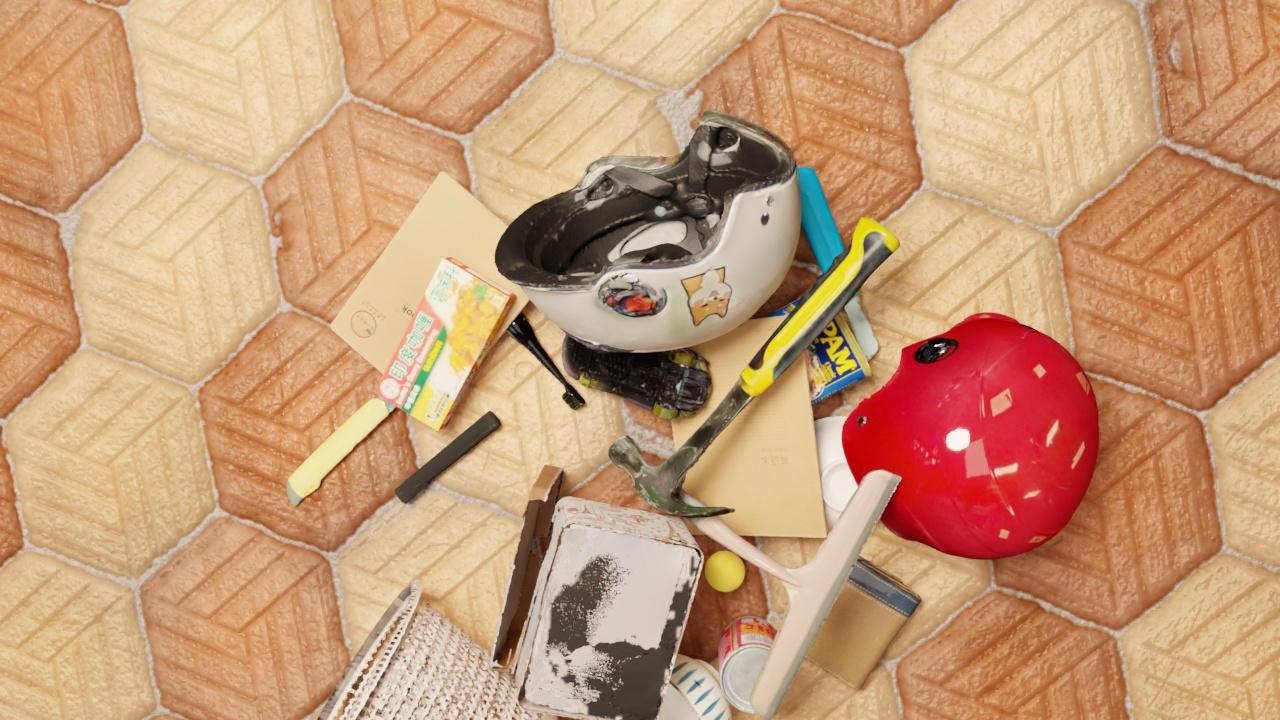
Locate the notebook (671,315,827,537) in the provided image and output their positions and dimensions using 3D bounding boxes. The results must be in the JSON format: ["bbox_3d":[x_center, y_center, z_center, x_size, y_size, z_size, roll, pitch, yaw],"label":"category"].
[{"bbox_3d":[0.097,0.066,0.884,0.150,0.012,0.211,-5,95,32],"label":"notebook"}]

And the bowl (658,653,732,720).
[{"bbox_3d":[0.046,0.337,0.900,0.066,0.117,0.116,-25,91,-39],"label":"bowl"}]

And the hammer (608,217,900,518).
[{"bbox_3d":[0.112,0.011,0.820,0.323,0.032,0.126,-49,62,9],"label":"hammer"}]

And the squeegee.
[{"bbox_3d":[0.072,0.155,0.849,0.250,0.040,0.248,32,102,37],"label":"squeegee"}]

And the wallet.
[{"bbox_3d":[0.211,0.257,0.911,0.090,0.033,0.115,31,96,5],"label":"wallet"}]

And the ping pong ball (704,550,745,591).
[{"bbox_3d":[0.084,0.210,0.913,0.040,0.040,0.040,0,93,5],"label":"ping pong ball"}]

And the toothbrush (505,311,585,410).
[{"bbox_3d":[-0.127,-0.036,0.927,0.027,0.026,0.212,-39,90,33],"label":"toothbrush"}]

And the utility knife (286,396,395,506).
[{"bbox_3d":[-0.296,0.076,0.946,0.207,0.021,0.031,-42,89,14],"label":"utility knife"}]

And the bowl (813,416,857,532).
[{"bbox_3d":[0.196,0.116,0.888,0.118,0.064,0.118,0,93,4],"label":"bowl"}]

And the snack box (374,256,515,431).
[{"bbox_3d":[-0.193,-0.016,0.905,0.077,0.027,0.156,31,102,4],"label":"snack box"}]

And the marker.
[{"bbox_3d":[-0.198,0.099,0.940,0.132,0.022,0.020,-39,126,6],"label":"marker"}]

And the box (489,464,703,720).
[{"bbox_3d":[-0.053,0.213,0.866,0.157,0.193,0.183,15,97,-10],"label":"box"}]

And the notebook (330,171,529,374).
[{"bbox_3d":[-0.202,-0.062,0.920,0.148,0.008,0.208,41,106,2],"label":"notebook"}]

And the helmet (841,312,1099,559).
[{"bbox_3d":[0.320,0.072,0.811,0.240,0.144,0.207,-45,111,-8],"label":"helmet"}]

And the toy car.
[{"bbox_3d":[-0.005,0.005,0.902,0.158,0.042,0.070,21,107,19],"label":"toy car"}]

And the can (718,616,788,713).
[{"bbox_3d":[0.109,0.291,0.889,0.066,0.093,0.066,0,93,4],"label":"can"}]

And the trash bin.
[{"bbox_3d":[-0.195,0.354,0.871,0.192,0.227,0.227,34,95,-10],"label":"trash bin"}]

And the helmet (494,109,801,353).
[{"bbox_3d":[0.024,-0.094,0.833,0.274,0.229,0.157,-25,123,7],"label":"helmet"}]

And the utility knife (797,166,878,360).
[{"bbox_3d":[0.189,-0.096,0.900,0.034,0.018,0.204,-22,89,3],"label":"utility knife"}]

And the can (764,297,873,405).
[{"bbox_3d":[0.163,-0.010,0.889,0.083,0.057,0.102,-29,90,8],"label":"can"}]
